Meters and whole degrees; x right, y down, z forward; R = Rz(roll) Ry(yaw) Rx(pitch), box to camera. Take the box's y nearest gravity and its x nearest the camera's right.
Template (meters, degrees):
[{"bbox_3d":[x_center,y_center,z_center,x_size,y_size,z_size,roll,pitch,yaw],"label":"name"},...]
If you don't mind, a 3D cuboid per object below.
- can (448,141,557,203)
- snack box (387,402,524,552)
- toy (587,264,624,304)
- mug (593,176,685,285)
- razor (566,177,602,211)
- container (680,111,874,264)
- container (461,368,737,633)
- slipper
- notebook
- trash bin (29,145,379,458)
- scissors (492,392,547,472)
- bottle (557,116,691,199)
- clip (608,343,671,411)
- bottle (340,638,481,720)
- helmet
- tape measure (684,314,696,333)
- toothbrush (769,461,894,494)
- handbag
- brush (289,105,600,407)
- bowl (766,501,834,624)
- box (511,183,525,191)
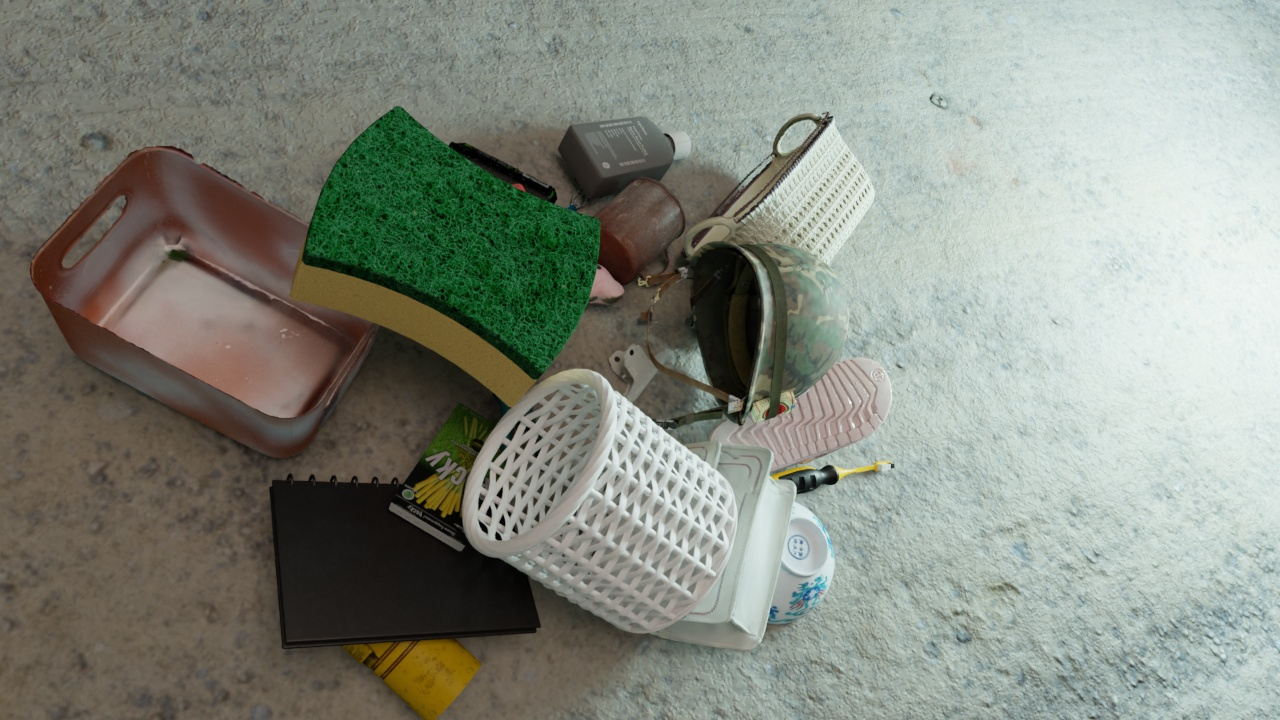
[{"bbox_3d":[-0.167,-0.207,1.078,0.137,0.054,0.053,26,60,-9],"label":"can"},{"bbox_3d":[-0.180,0.113,0.915,0.080,0.025,0.147,32,36,-6],"label":"snack box"},{"bbox_3d":[-0.079,-0.097,1.068,0.099,0.053,0.095,-16,62,-26],"label":"toy"},{"bbox_3d":[-0.004,-0.141,1.103,0.110,0.096,0.123,-44,113,-25],"label":"mug"},{"bbox_3d":[-0.093,-0.171,1.107,0.042,0.022,0.143,35,52,-3],"label":"razor"},{"bbox_3d":[0.174,-0.182,1.137,0.143,0.185,0.250,47,57,-10],"label":"container"},{"bbox_3d":[-0.037,0.135,0.868,0.186,0.190,0.188,39,55,-32],"label":"container"},{"bbox_3d":[0.189,0.076,1.091,0.239,0.064,0.094,-22,79,-10],"label":"slipper"},{"bbox_3d":[-0.217,0.179,0.851,0.231,0.019,0.169,7,44,-34],"label":"notebook"},{"bbox_3d":[-0.391,-0.045,0.859,0.259,0.158,0.181,30,60,-8],"label":"trash bin"},{"bbox_3d":[-0.127,0.060,0.975,0.150,0.019,0.130,41,37,6],"label":"scissors"},{"bbox_3d":[-0.009,-0.263,1.162,0.173,0.046,0.083,-20,71,-36],"label":"bottle"},{"bbox_3d":[-0.006,0.007,1.062,0.054,0.040,0.101,46,57,-12],"label":"clip"},{"bbox_3d":[-0.230,0.250,0.841,0.164,0.071,0.070,43,59,1],"label":"bottle"},{"bbox_3d":[0.103,-0.026,1.000,0.236,0.225,0.192,-3,55,-26],"label":"helmet"},{"bbox_3d":[0.096,-0.050,1.125,0.058,0.036,0.065,39,62,9],"label":"tape measure"},{"bbox_3d":[0.226,0.137,1.098,0.196,0.031,0.031,-5,100,-29],"label":"toothbrush"},{"bbox_3d":[0.067,0.186,0.953,0.096,0.142,0.198,51,47,-45],"label":"handbag"},{"bbox_3d":[-0.171,-0.096,0.846,0.250,0.075,0.194,28,52,-15],"label":"brush"},{"bbox_3d":[0.160,0.212,1.010,0.144,0.074,0.143,8,65,-18],"label":"bowl"},{"bbox_3d":[-0.146,-0.095,0.993,0.117,0.136,0.157,-10,70,-39],"label":"box"}]
